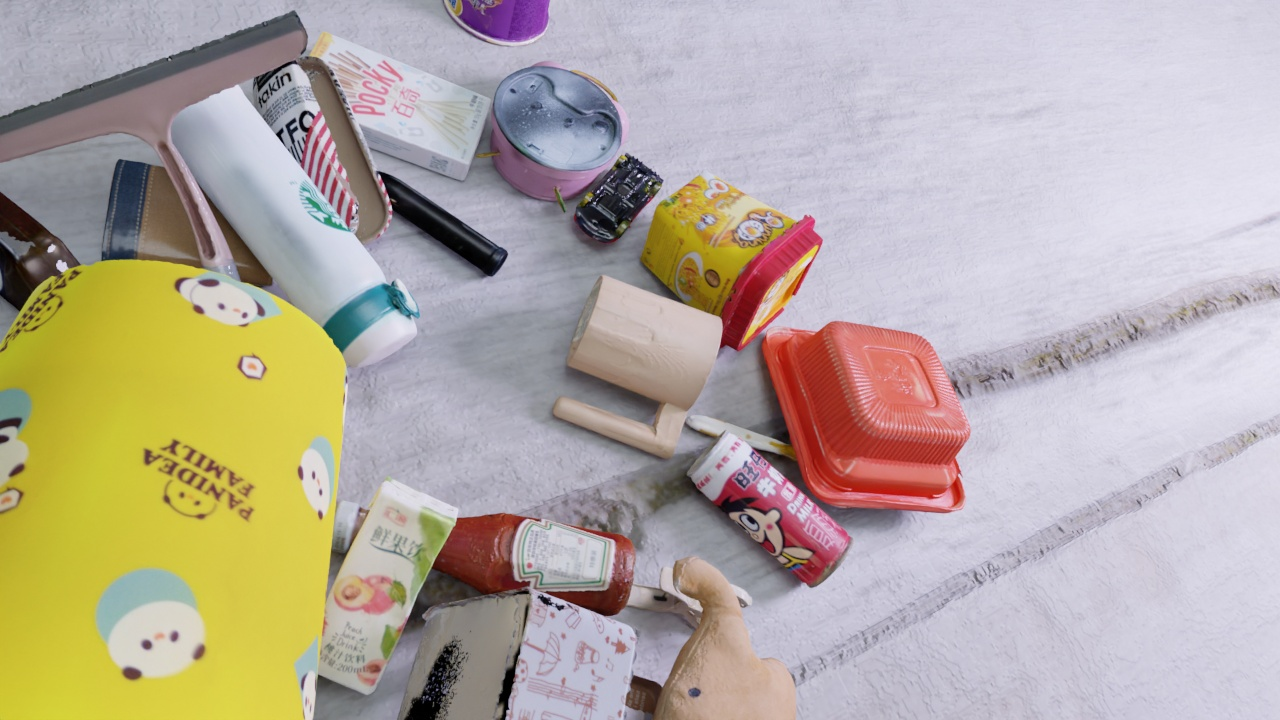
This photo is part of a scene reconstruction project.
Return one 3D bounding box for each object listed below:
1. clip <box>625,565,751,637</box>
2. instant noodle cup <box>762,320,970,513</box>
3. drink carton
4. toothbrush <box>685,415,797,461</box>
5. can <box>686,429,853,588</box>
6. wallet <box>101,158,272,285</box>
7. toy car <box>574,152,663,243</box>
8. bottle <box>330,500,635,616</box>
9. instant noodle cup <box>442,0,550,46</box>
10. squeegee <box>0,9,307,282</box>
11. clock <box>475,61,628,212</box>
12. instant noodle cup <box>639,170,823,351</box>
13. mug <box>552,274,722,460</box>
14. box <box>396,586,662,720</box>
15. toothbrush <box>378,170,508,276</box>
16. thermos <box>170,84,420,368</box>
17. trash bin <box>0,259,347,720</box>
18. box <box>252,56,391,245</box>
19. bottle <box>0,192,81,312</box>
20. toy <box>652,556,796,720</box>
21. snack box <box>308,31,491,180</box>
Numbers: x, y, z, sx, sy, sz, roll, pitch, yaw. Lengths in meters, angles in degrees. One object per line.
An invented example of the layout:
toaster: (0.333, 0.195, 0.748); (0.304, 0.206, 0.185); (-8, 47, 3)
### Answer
clip: (0.039, 0.181, 0.680); (0.097, 0.062, 0.034); (21, 57, -23)
instant noodle cup: (0.203, 0.035, 0.793); (0.164, 0.079, 0.188); (6, 49, -24)
drink carton: (-0.163, 0.139, 0.575); (0.053, 0.045, 0.122); (26, 92, -9)
toothbrush: (0.126, 0.080, 0.785); (0.191, 0.018, 0.016); (18, 54, -10)
can: (0.102, 0.117, 0.729); (0.133, 0.053, 0.053); (42, 55, 3)
wallet: (-0.330, -0.101, 0.680); (0.115, 0.033, 0.090); (4, 64, -22)
toy car: (-0.022, -0.145, 0.834); (0.049, 0.031, 0.106); (35, 54, -1)
bottle: (-0.108, 0.132, 0.630); (0.206, 0.060, 0.059); (12, 59, -9)
instant noodle cup: (-0.128, -0.378, 0.878); (0.111, 0.099, 0.111); (9, 60, -17)
squeegee: (-0.293, -0.070, 0.623); (0.248, 0.040, 0.250); (-16, 104, 5)
clock: (-0.072, -0.214, 0.835); (0.117, 0.060, 0.158); (31, 57, -3)
instant noodle cup: (0.074, -0.092, 0.806); (0.123, 0.116, 0.116); (39, 55, 15)
mug: (-0.004, 0.004, 0.740); (0.103, 0.084, 0.124); (21, 83, -10)
box: (-0.049, 0.258, 0.546); (0.192, 0.157, 0.182); (30, 56, -29)
toothbrush: (-0.204, -0.139, 0.759); (0.212, 0.026, 0.027); (34, 21, 0)
thermos: (-0.247, -0.094, 0.659); (0.073, 0.073, 0.224); (-38, 90, -34)
trash bin: (-0.270, 0.101, 0.486); (0.229, 0.230, 0.254); (11, 54, -17)
box: (-0.250, -0.165, 0.729); (0.080, 0.075, 0.163); (-19, 81, -58)
bottle: (-0.394, -0.056, 0.598); (0.195, 0.080, 0.043); (41, 52, -6)
toy: (0.055, 0.242, 0.583); (0.143, 0.083, 0.226); (-22, 99, -57)
snack box: (-0.215, -0.220, 0.797); (0.156, 0.027, 0.084); (19, 57, -13)
